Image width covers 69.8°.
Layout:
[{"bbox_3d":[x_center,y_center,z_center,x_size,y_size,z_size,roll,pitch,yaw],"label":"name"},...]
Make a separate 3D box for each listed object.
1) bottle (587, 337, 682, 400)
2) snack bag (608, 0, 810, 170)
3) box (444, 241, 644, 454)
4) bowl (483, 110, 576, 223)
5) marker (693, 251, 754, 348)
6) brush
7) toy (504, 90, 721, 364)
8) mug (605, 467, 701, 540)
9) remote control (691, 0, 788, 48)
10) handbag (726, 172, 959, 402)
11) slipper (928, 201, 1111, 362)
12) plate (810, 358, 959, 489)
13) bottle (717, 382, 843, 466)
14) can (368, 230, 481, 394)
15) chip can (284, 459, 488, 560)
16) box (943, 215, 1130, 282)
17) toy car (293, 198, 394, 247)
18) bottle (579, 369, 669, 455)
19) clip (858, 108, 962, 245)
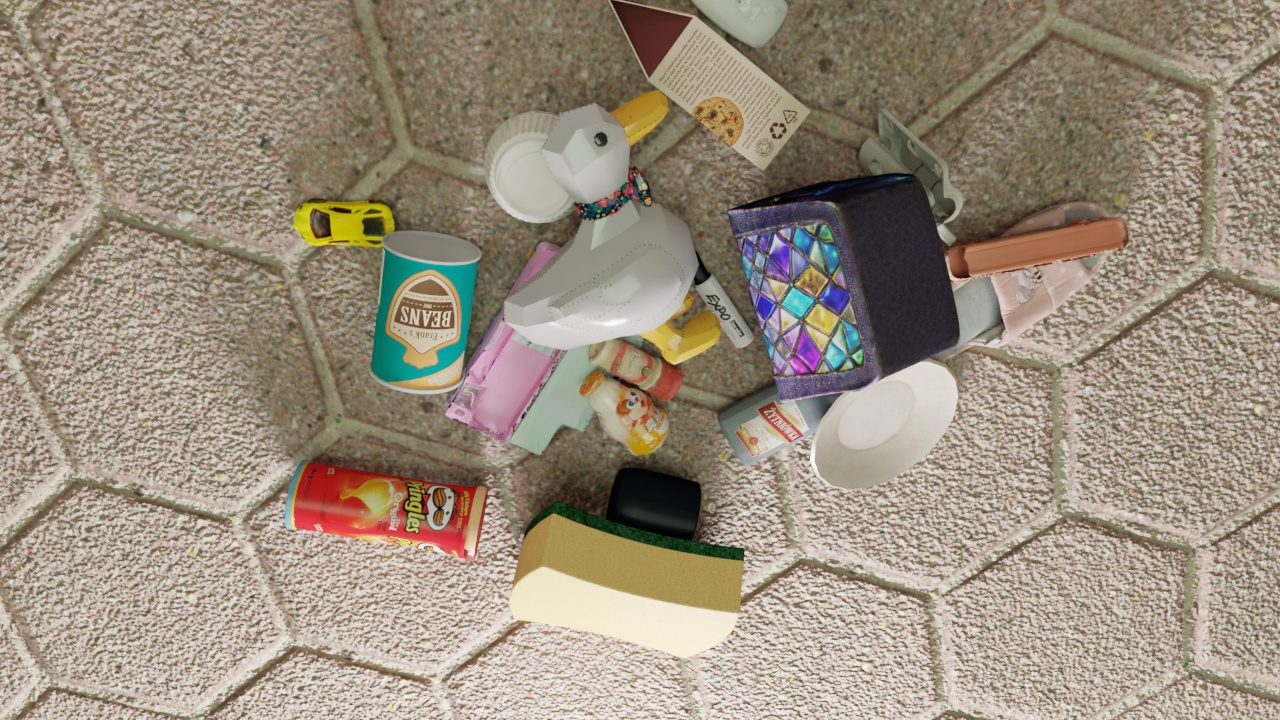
[{"bbox_3d":[-0.006,0.006,1.009,0.109,0.044,0.044,28,110,-27],"label":"bottle"},{"bbox_3d":[0.053,-0.279,0.873,0.206,0.094,0.070,34,108,-15],"label":"snack bag"},{"bbox_3d":[-0.097,-0.001,1.022,0.159,0.035,0.231,27,110,-21],"label":"box"},{"bbox_3d":[-0.104,-0.188,0.925,0.115,0.062,0.115,0,113,-1],"label":"bowl"},{"bbox_3d":[0.082,-0.068,1.001,0.025,0.025,0.126,-32,110,11],"label":"marker"},{"bbox_3d":[-0.019,0.259,1.058,0.250,0.075,0.196,16,146,-8],"label":"brush"},{"bbox_3d":[-0.029,-0.110,0.888,0.247,0.141,0.267,-39,126,2],"label":"toy"},{"bbox_3d":[0.008,0.183,1.083,0.094,0.085,0.122,15,140,-7],"label":"mug"},{"bbox_3d":[0.086,-0.351,0.879,0.114,0.028,0.060,32,109,-14],"label":"remote control"},{"bbox_3d":[0.183,-0.071,0.910,0.125,0.222,0.205,-21,99,-28],"label":"handbag"},{"bbox_3d":[0.388,-0.074,0.990,0.275,0.054,0.114,-34,110,11],"label":"slipper"},{"bbox_3d":[0.272,0.068,1.040,0.188,0.027,0.189,-13,130,-16],"label":"plate"},{"bbox_3d":[0.174,0.055,1.044,0.161,0.046,0.072,-28,111,10],"label":"bottle"},{"bbox_3d":[-0.226,-0.051,0.960,0.099,0.099,0.144,10,112,-6],"label":"can"},{"bbox_3d":[-0.289,0.172,1.061,0.213,0.087,0.087,10,112,-5],"label":"chip can"},{"bbox_3d":[0.398,-0.113,0.929,0.187,0.053,0.058,-13,129,0],"label":"box"},{"bbox_3d":[-0.309,-0.142,0.958,0.107,0.030,0.049,0,114,0],"label":"toy car"},{"bbox_3d":[-0.019,0.057,1.028,0.063,0.063,0.108,-42,112,15],"label":"bottle"},{"bbox_3d":[0.268,-0.166,0.920,0.081,0.125,0.148,-22,136,0],"label":"clip"}]
